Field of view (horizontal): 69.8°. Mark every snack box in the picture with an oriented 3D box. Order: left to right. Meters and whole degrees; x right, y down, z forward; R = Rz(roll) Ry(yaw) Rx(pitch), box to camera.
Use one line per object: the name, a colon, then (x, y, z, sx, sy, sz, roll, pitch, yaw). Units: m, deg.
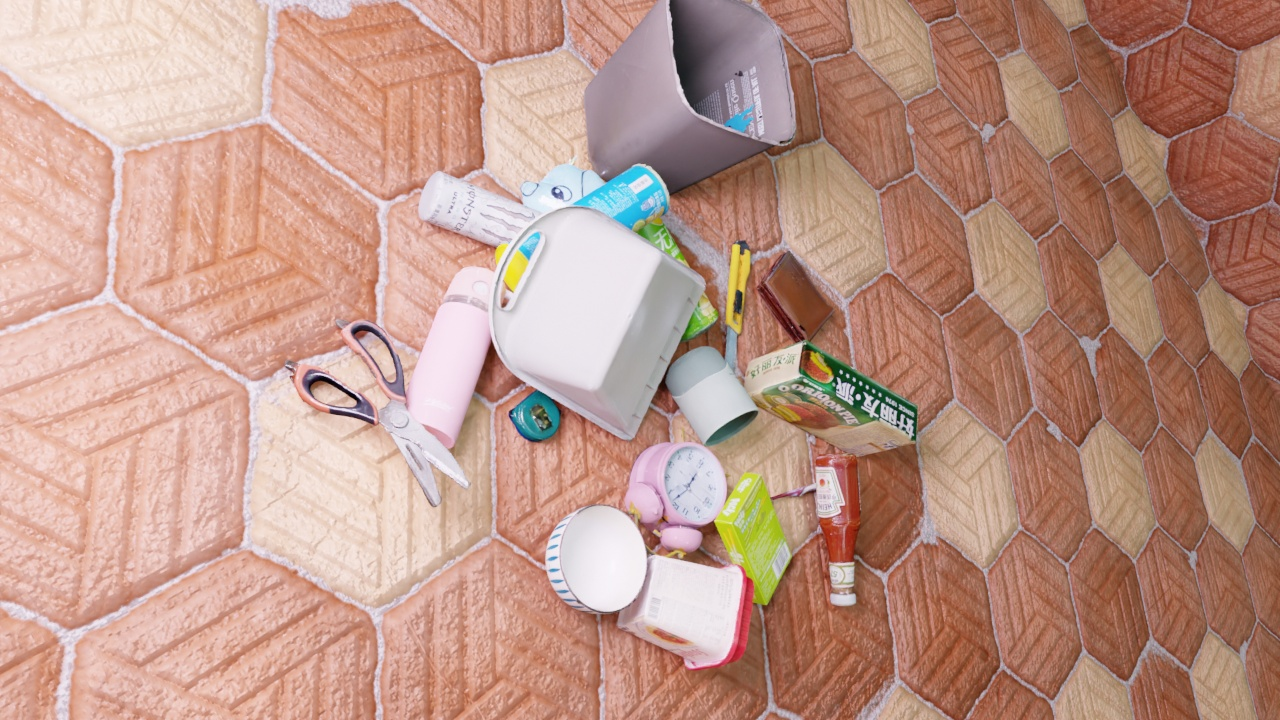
snack box: (0.144, 0.224, 1.150, 0.085, 0.026, 0.156, -53, 132, -36)
snack box: (0.269, 0.060, 1.287, 0.240, 0.115, 0.063, 27, 60, -28)

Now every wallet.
wallet: (0.232, -0.092, 1.368, 0.124, 0.032, 0.101, 51, 48, -13)

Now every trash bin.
trash bin: (0.053, -0.332, 1.186, 0.198, 0.220, 0.198, 7, 70, -36)

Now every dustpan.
dustpan: (-0.053, -0.052, 1.036, 0.143, 0.257, 0.222, 24, 84, 17)

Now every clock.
clock: (0.041, 0.167, 1.106, 0.117, 0.060, 0.158, 46, 54, -16)

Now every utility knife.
utility knife: (0.137, -0.079, 1.296, 0.033, 0.015, 0.217, 21, 63, -28)

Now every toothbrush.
toothbrush: (0.222, 0.185, 1.271, 0.187, 0.016, 0.017, -7, 87, -39)

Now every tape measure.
tape measure: (-0.117, 0.064, 1.041, 0.058, 0.025, 0.054, -42, 100, -39)

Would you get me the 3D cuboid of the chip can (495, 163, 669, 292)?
chip can: (-0.063, -0.149, 1.052, 0.209, 0.071, 0.071, -37, 98, -28)

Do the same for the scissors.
scissors: (-0.254, 0.050, 0.890, 0.213, 0.015, 0.197, 9, 58, -9)

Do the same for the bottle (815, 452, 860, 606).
bottle: (0.273, 0.230, 1.260, 0.059, 0.060, 0.206, 2, 84, -38)

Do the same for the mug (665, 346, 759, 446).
mug: (0.090, 0.047, 1.169, 0.082, 0.112, 0.106, -33, 70, 0)

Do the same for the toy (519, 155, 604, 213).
toy: (-0.073, -0.169, 1.127, 0.161, 0.050, 0.156, 9, 91, -10)

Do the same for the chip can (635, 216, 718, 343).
chip can: (0.020, -0.127, 1.185, 0.072, 0.073, 0.221, -37, 98, -40)

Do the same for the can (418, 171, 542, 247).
can: (-0.177, -0.164, 1.052, 0.146, 0.058, 0.058, 18, 64, -32)

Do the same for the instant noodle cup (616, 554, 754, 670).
instant noodle cup: (0.049, 0.281, 1.045, 0.124, 0.117, 0.116, 23, 60, -17)

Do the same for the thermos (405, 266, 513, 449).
thermos: (-0.189, -0.003, 0.978, 0.087, 0.067, 0.198, 25, 59, -16)

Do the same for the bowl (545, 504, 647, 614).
bowl: (-0.057, 0.220, 1.006, 0.116, 0.066, 0.116, 15, 65, -34)
